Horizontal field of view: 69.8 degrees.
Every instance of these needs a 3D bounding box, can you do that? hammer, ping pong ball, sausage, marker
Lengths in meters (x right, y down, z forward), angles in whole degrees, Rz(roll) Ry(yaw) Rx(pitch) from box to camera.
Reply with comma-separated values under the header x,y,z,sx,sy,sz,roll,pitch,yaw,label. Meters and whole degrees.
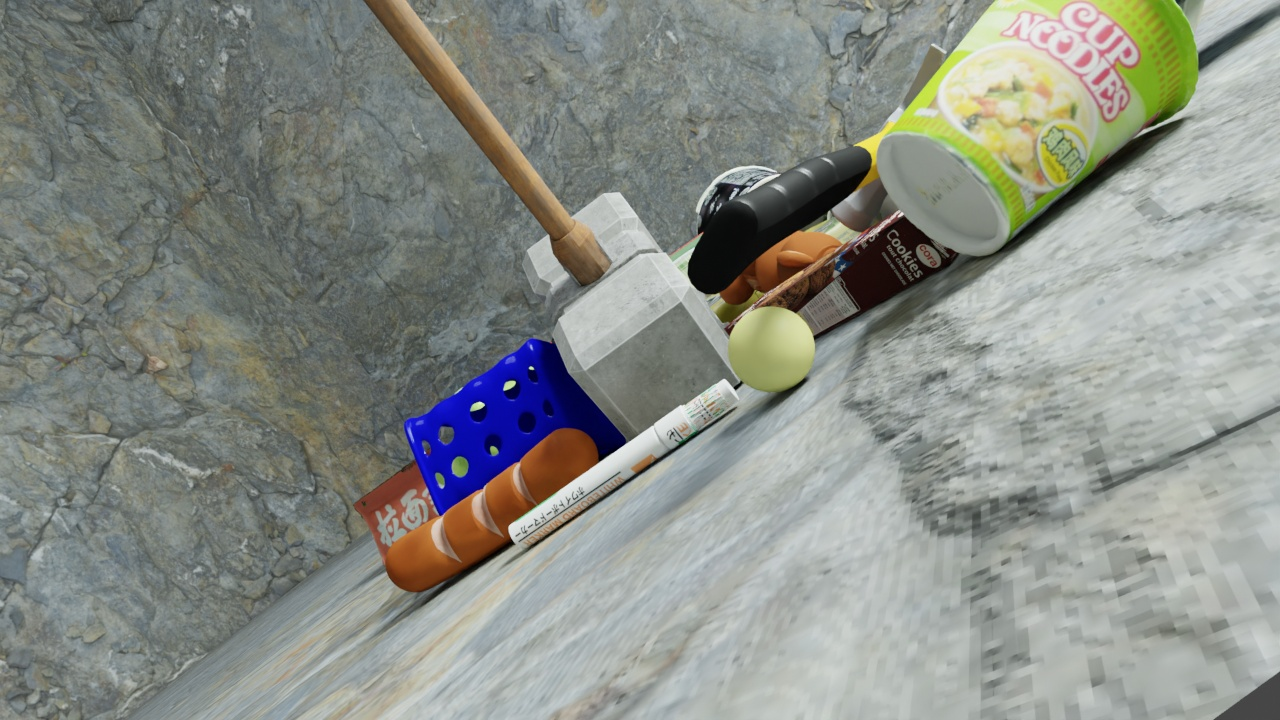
x,y,z,sx,sy,sz,roll,pitch,yaw,label
0.103,-0.094,0.467,0.322,0.029,0.127,-35,-21,-57,hammer
0.061,-0.005,0.426,0.040,0.040,0.040,-36,3,2,ping pong ball
-0.069,-0.107,0.519,0.083,0.318,0.162,-36,34,4,hammer
-0.091,0.095,0.571,0.164,0.039,0.044,-35,-31,18,sausage
-0.010,0.057,0.495,0.146,0.017,0.017,-36,3,12,marker

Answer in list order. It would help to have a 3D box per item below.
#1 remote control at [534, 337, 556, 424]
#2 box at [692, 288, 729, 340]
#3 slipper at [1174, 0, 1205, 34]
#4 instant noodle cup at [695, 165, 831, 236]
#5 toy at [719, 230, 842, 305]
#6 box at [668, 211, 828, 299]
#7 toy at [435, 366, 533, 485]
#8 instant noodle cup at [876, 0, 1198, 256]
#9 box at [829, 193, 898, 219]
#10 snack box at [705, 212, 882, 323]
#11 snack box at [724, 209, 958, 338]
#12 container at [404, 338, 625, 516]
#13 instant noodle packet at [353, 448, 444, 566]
x,y,z,sx,sy,sz,roll,pitch,yaw,label
-0.080,0.045,0.700,0.033,0.015,0.147,-127,56,-76,remote control
-0.003,0.002,0.705,0.125,0.084,0.156,-30,3,-11,box
0.272,-0.175,0.519,0.295,0.060,0.118,-45,2,20,slipper
0.135,-0.142,0.975,0.137,0.137,0.112,-36,11,-5,instant noodle cup
0.107,-0.058,0.616,0.095,0.065,0.128,6,6,-20,toy
0.082,-0.078,0.847,0.205,0.051,0.118,-37,-25,-9,box
-0.116,0.064,0.911,0.196,0.107,0.150,-25,-30,-54,toy
0.167,-0.108,0.408,0.108,0.099,0.099,-44,4,-9,instant noodle cup
0.196,-0.138,0.741,0.037,0.064,0.210,-31,2,-5,box
0.107,-0.061,0.752,0.180,0.045,0.121,-37,3,-15,snack box
0.114,-0.044,0.515,0.141,0.032,0.050,-33,4,46,snack box
-0.084,0.051,0.631,0.114,0.085,0.084,-33,-20,18,container
-0.190,0.139,1.059,0.165,0.084,0.220,-35,-9,32,instant noodle packet
